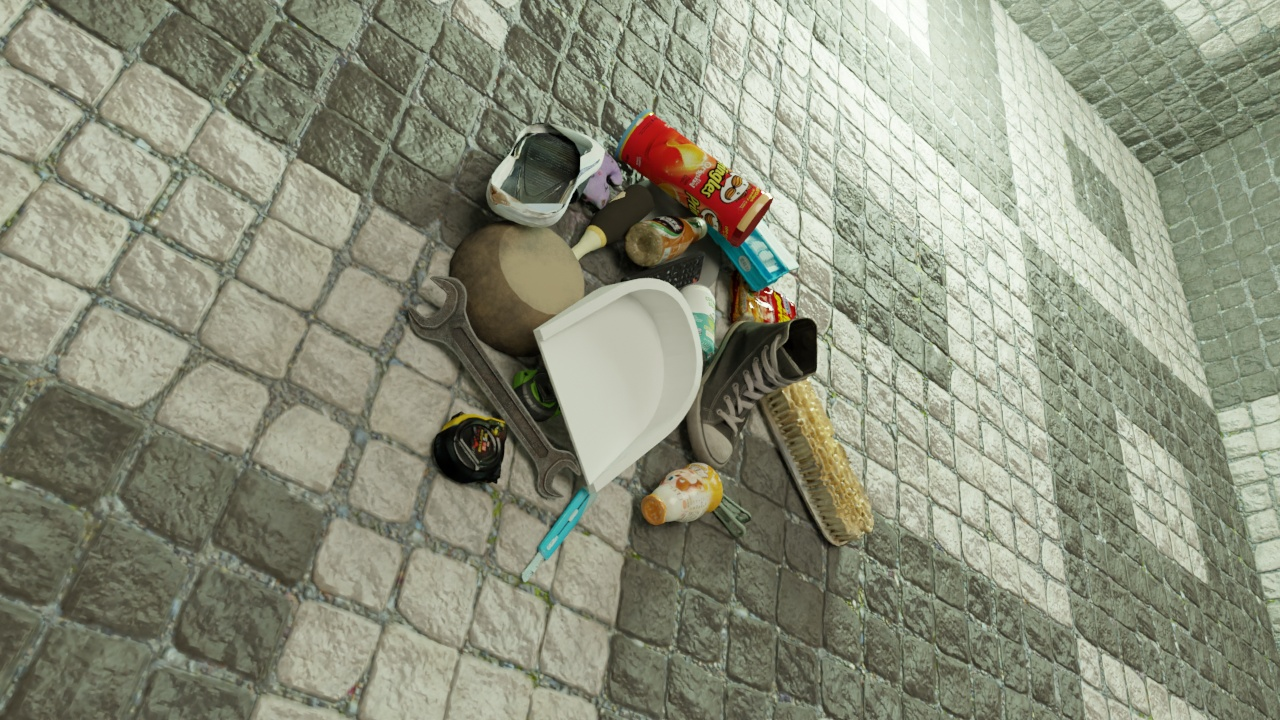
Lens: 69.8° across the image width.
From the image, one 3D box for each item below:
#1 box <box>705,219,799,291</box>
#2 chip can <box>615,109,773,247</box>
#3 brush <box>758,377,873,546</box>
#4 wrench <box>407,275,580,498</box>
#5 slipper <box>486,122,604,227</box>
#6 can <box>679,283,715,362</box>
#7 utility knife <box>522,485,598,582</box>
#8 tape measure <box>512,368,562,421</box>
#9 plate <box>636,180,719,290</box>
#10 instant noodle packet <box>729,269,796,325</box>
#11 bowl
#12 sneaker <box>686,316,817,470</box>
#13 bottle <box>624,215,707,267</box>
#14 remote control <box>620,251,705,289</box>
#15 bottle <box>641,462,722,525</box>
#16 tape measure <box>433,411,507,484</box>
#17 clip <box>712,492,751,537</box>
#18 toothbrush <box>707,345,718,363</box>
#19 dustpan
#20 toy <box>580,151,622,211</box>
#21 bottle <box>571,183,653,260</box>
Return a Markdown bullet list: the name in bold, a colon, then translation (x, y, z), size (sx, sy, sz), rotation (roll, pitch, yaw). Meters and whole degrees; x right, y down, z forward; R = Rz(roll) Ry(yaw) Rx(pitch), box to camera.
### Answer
- **box**: translation (0.149, -0.216, 1.389), size (0.227, 0.039, 0.181), rotation (54, 31, 5)
- **chip can**: translation (0.074, -0.253, 1.270), size (0.213, 0.087, 0.086), rotation (38, 43, 8)
- **brush**: translation (0.244, 0.129, 1.292), size (0.083, 0.057, 0.271), rotation (-17, 81, -48)
- **wrench**: translation (-0.154, 0.031, 0.982), size (0.070, 0.010, 0.273), rotation (-36, 96, -11)
- **slipper**: translation (-0.119, -0.220, 1.119), size (0.111, 0.063, 0.263), rotation (22, 33, -4)
- **can**: translation (0.072, -0.049, 1.229), size (0.055, 0.055, 0.101), rotation (26, 52, -31)
- **utility knife**: translation (-0.087, 0.186, 0.981), size (0.022, 0.015, 0.140), rotation (46, 47, -10)
- **tape measure**: translation (-0.110, 0.037, 1.024), size (0.065, 0.036, 0.058), rotation (-9, 75, -46)
- **plate**: translation (0.044, -0.175, 1.304), size (0.178, 0.012, 0.178), rotation (22, 54, -34)
- **instant noodle packet**: translation (0.182, -0.072, 1.360), size (0.135, 0.040, 0.098), rotation (26, 45, -30)
- **bowl**: translation (-0.132, -0.090, 1.048), size (0.162, 0.070, 0.162), rotation (22, 54, -34)
- **sneaker**: translation (0.146, 0.038, 1.187), size (0.095, 0.120, 0.234), rotation (50, 54, -25)
- **bottle**: translation (0.042, -0.169, 1.246), size (0.166, 0.059, 0.059), rotation (-28, 88, -56)
- **remote control**: translation (0.026, -0.110, 1.220), size (0.149, 0.047, 0.022), rotation (-23, 48, -39)
- **bottle**: translation (0.048, 0.162, 1.085), size (0.108, 0.063, 0.063), rotation (-18, 81, -47)
- **tape measure**: translation (-0.172, 0.089, 0.934), size (0.072, 0.042, 0.071), rotation (26, 57, -37)
- **clip**: translation (0.108, 0.189, 1.157), size (0.075, 0.023, 0.037), rotation (44, 46, -14)
- **toothbrush**: translation (0.179, 0.000, 1.326), size (0.222, 0.027, 0.026), rotation (5, 54, -42)
- **dustpan**: translation (-0.006, 0.006, 1.073), size (0.257, 0.053, 0.191), rotation (-41, 117, -56)
- **toy**: translation (-0.057, -0.246, 1.231), size (0.080, 0.037, 0.099), rotation (34, 47, -34)
- **bottle**: translation (-0.050, -0.166, 1.183), size (0.045, 0.046, 0.184), rotation (51, 52, -9)
